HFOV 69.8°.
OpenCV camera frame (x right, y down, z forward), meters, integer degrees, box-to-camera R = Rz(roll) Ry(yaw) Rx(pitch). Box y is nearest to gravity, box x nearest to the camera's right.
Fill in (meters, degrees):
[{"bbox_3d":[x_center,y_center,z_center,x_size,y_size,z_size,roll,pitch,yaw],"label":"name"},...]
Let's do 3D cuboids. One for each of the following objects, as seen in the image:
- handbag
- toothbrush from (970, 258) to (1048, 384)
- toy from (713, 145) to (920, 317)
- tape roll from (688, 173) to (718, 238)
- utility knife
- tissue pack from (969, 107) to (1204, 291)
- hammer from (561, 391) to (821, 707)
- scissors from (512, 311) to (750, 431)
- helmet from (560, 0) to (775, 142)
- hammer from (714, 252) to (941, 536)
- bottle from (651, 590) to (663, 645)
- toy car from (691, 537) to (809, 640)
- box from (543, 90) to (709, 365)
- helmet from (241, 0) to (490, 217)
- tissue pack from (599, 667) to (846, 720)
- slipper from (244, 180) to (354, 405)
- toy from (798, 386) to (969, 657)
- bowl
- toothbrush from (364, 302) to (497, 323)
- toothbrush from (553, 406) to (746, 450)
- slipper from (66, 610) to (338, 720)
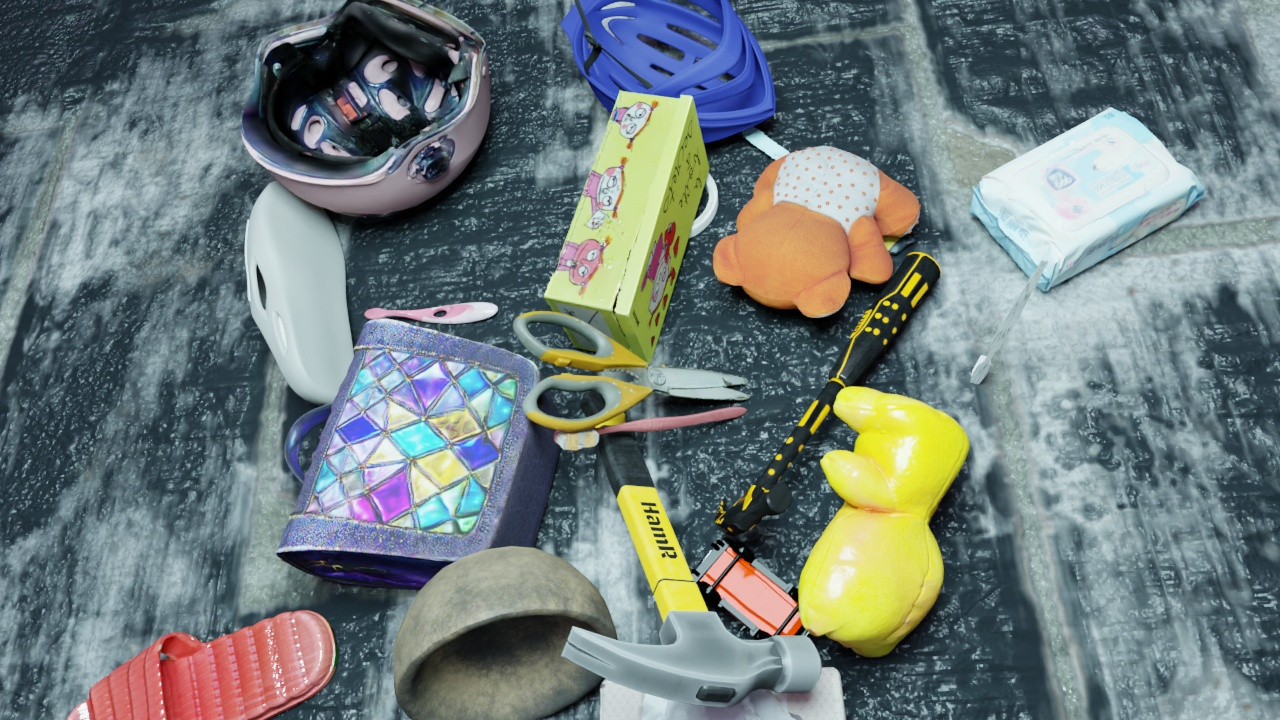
[{"bbox_3d":[-0.193,0.085,0.771,0.222,0.126,0.204,8,64,11],"label":"handbag"},{"bbox_3d":[0.285,-0.029,0.715,0.010,0.182,0.010,14,62,10],"label":"toothbrush"},{"bbox_3d":[0.153,-0.113,0.837,0.164,0.093,0.172,23,64,24],"label":"toy"},{"bbox_3d":[0.032,-0.161,0.925,0.093,0.013,0.093,-4,63,8],"label":"tape roll"},{"bbox_3d":[0.178,-0.174,0.903,0.030,0.019,0.218,-39,68,-14],"label":"utility knife"},{"bbox_3d":[0.399,-0.149,0.822,0.181,0.070,0.112,-29,61,-7],"label":"tissue pack"},{"bbox_3d":[0.001,0.122,0.698,0.169,0.034,0.324,8,30,-23],"label":"hammer"},{"bbox_3d":[-0.003,0.005,0.775,0.227,0.016,0.134,-3,61,-33],"label":"scissors"},{"bbox_3d":[0.017,-0.322,0.891,0.241,0.228,0.147,29,80,24],"label":"helmet"},{"bbox_3d":[0.164,0.021,0.770,0.036,0.123,0.319,42,64,-2],"label":"hammer"},{"bbox_3d":[0.023,0.179,0.738,0.030,0.030,0.112,-12,61,3],"label":"bottle"},{"bbox_3d":[0.088,0.184,0.713,0.100,0.049,0.051,36,73,24],"label":"toy car"},{"bbox_3d":[-0.004,-0.122,0.838,0.082,0.124,0.220,14,70,16],"label":"box"},{"bbox_3d":[-0.272,-0.246,0.940,0.230,0.153,0.254,26,64,13],"label":"helmet"},{"bbox_3d":[0.058,0.269,0.667,0.181,0.071,0.103,-6,62,11],"label":"tissue pack"},{"bbox_3d":[-0.344,-0.058,0.892,0.081,0.113,0.265,-31,59,15],"label":"slipper"},{"bbox_3d":[0.185,0.120,0.677,0.088,0.134,0.193,5,69,41],"label":"toy"},{"bbox_3d":[-0.102,0.202,0.679,0.162,0.162,0.070,-21,46,-2],"label":"bowl"},{"bbox_3d":[-0.206,-0.046,0.907,0.135,0.016,0.021,-2,63,6],"label":"toothbrush"},{"bbox_3d":[0.015,0.054,0.767,0.184,0.015,0.016,-7,25,-29],"label":"toothbrush"},{"bbox_3d":[-0.373,0.273,0.743,0.248,0.059,0.103,-26,62,-6],"label":"slipper"}]
